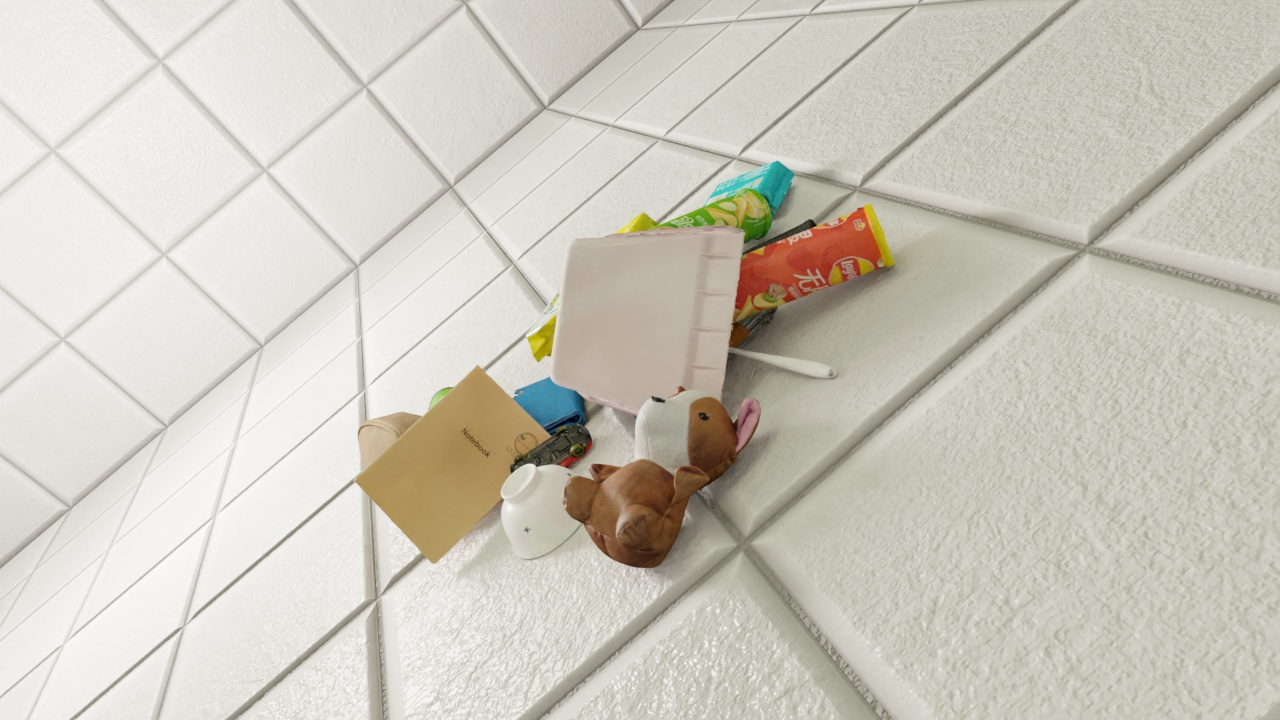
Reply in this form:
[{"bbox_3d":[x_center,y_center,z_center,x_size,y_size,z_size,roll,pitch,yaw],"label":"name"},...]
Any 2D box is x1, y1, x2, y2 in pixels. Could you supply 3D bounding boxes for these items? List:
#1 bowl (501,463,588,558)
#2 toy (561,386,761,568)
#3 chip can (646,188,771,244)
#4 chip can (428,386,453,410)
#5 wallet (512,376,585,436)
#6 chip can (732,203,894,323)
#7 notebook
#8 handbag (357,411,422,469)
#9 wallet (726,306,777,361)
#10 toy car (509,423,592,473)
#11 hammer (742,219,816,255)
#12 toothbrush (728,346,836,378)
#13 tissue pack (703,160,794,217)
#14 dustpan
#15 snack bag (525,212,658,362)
[{"bbox_3d":[-0.117,0.154,1.024,0.118,0.065,0.118,-32,25,17],"label":"bowl"},{"bbox_3d":[0.020,0.096,0.875,0.140,0.130,0.199,19,51,43],"label":"toy"},{"bbox_3d":[0.071,-0.159,1.186,0.220,0.072,0.073,-27,18,-26],"label":"chip can"},{"bbox_3d":[-0.241,0.077,1.272,0.072,0.072,0.236,-47,16,-14],"label":"chip can"},{"bbox_3d":[-0.124,0.065,1.212,0.106,0.040,0.133,-25,25,5],"label":"wallet"},{"bbox_3d":[0.163,-0.100,1.009,0.217,0.073,0.073,-20,30,18],"label":"chip can"},{"bbox_3d":[-0.226,0.124,1.126,0.207,0.148,0.008,-44,-11,-12],"label":"notebook"},{"bbox_3d":[-0.308,0.143,1.238,0.099,0.148,0.205,-12,10,-32],"label":"handbag"},{"bbox_3d":[0.091,-0.035,1.084,0.129,0.037,0.106,-44,24,-9],"label":"wallet"},{"bbox_3d":[-0.105,0.117,1.104,0.106,0.031,0.049,-36,44,-9],"label":"toy car"},{"bbox_3d":[0.090,-0.103,1.185,0.301,0.033,0.128,-25,15,24],"label":"hammer"},{"bbox_3d":[0.134,-0.004,0.966,0.180,0.016,0.016,16,66,49],"label":"toothbrush"},{"bbox_3d":[0.151,-0.228,1.304,0.134,0.050,0.093,-15,32,42],"label":"tissue pack"},{"bbox_3d":[0.002,-0.047,1.058,0.274,0.138,0.222,11,92,21],"label":"dustpan"},{"bbox_3d":[-0.054,-0.101,1.275,0.158,0.068,0.245,-34,16,35],"label":"snack bag"}]
